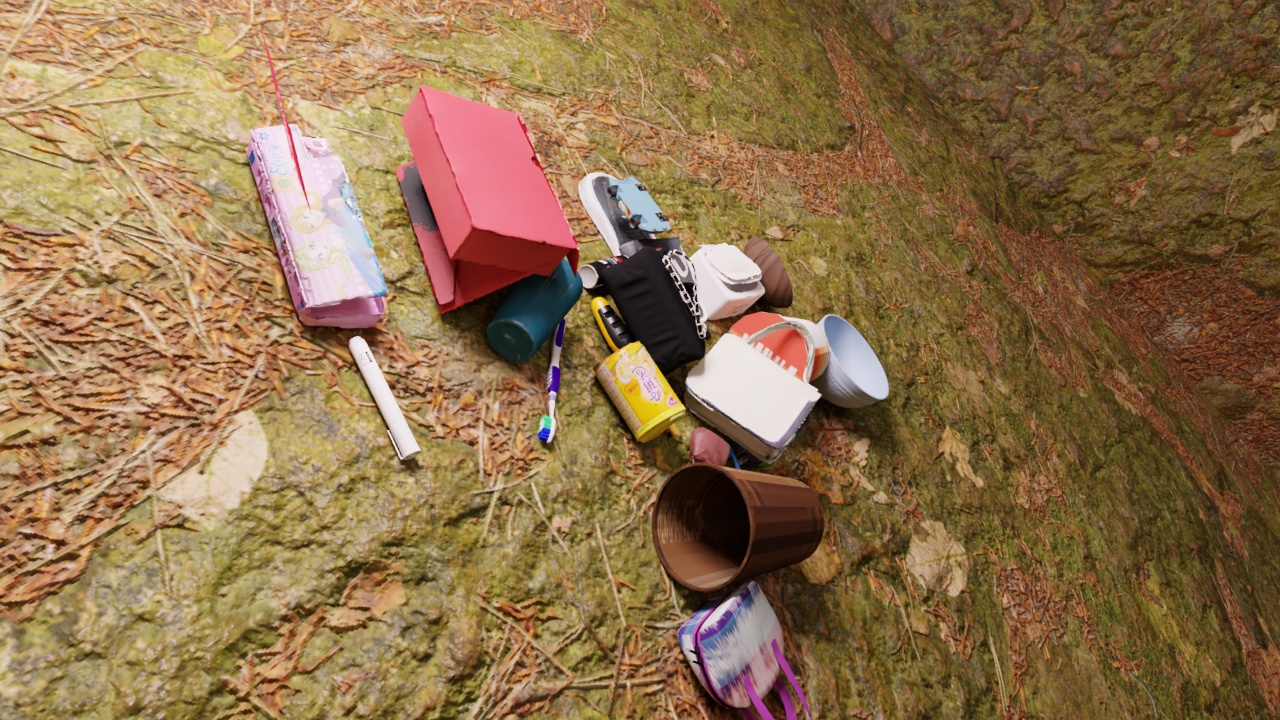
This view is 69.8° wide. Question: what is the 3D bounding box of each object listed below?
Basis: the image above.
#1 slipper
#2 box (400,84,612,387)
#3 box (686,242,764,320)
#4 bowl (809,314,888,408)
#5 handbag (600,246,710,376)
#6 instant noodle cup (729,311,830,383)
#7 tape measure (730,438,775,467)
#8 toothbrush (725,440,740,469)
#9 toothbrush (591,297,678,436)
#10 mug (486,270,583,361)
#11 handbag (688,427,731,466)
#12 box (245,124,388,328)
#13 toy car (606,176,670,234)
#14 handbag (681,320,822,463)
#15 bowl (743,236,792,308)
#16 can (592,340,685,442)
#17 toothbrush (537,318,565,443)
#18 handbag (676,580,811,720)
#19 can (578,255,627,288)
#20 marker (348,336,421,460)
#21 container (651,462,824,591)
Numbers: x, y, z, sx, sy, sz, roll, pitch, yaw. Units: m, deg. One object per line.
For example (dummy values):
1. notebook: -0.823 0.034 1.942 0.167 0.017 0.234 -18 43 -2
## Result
1. slipper: 0.011 -0.161 1.261 0.111 0.063 0.263 -15 66 -50
2. box: -0.123 -0.141 1.102 0.212 0.128 0.425 65 8 27
3. box: 0.130 -0.129 1.317 0.107 0.102 0.102 -14 69 -52
4. bowl: 0.293 0.013 1.367 0.150 0.075 0.150 34 35 -28
5. handbag: 0.039 -0.075 1.142 0.153 0.115 0.125 58 16 -6
6. instant noodle cup: 0.195 -0.007 1.266 0.120 0.124 0.123 -10 65 -57
7. tape measure: 0.147 0.106 1.177 0.065 0.036 0.058 10 50 -39
8. toothbrush: 0.131 0.161 1.132 0.021 0.017 0.135 -11 68 -45
9. toothbrush: -0.007 0.007 1.119 0.031 0.031 0.196 -23 77 -36
10. mug: -0.122 -0.057 1.029 0.078 0.078 0.121 39 43 -12
11. handbag: 0.073 0.137 1.088 0.055 0.029 0.119 35 44 -14
12. box: -0.319 -0.142 0.911 0.084 0.063 0.230 -1 59 -46
13. toy car: -0.005 -0.200 1.226 0.060 0.028 0.107 -11 55 -37
14. handbag: 0.157 0.024 1.157 0.151 0.074 0.175 34 69 13
15. bowl: 0.182 -0.126 1.383 0.032 0.119 0.119 -28 75 -12
16. can: -0.001 0.036 1.066 0.067 0.068 0.105 -18 71 -51
17. toothbrush: -0.098 0.018 1.030 0.016 0.015 0.186 23 43 -22
18. handbag: 0.120 0.324 0.942 0.170 0.068 0.144 58 37 2
19. can: -0.044 -0.115 1.187 0.031 0.032 0.080 55 37 9
20. marker: -0.245 0.034 0.867 0.020 0.017 0.133 -27 75 -15
21. container: 0.116 0.180 1.014 0.167 0.132 0.132 8 52 -48
